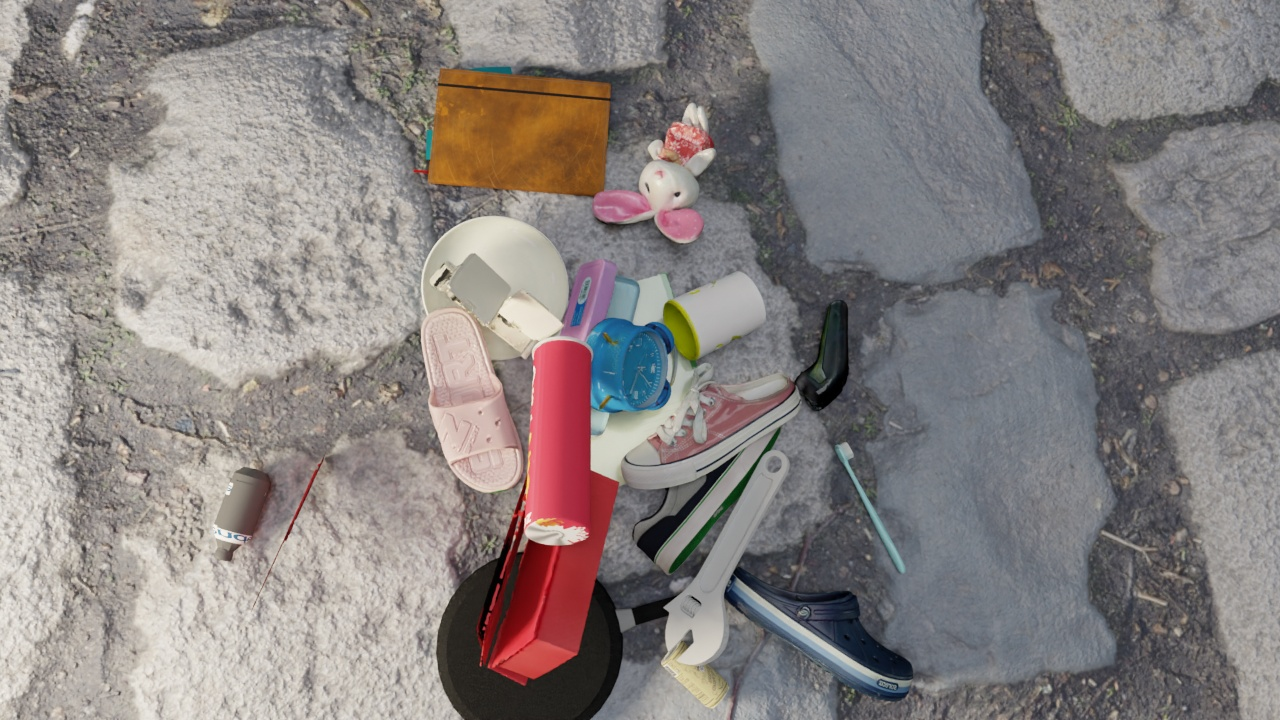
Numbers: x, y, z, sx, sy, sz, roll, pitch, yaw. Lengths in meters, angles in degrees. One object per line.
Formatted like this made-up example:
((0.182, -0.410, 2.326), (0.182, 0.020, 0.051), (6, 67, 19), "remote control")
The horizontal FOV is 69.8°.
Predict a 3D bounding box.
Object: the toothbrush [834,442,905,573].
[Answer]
((0.296, 0.188, 1.175), (0.016, 0.016, 0.180), (-22, 81, -17), "toothbrush")

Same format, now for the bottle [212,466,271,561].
((-0.481, 0.184, 1.099), (0.047, 0.047, 0.112), (17, 78, -1), "bottle")

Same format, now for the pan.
((-0.070, 0.328, 1.110), (0.356, 0.034, 0.225), (-14, 79, -6), "pan")

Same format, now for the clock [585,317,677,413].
((-0.007, 0.007, 1.123), (0.060, 0.161, 0.117), (6, 98, 36), "clock")

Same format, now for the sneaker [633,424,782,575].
((0.082, 0.150, 1.137), (0.079, 0.084, 0.235), (39, 77, 21), "sneaker")

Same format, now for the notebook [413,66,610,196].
((-0.168, -0.316, 1.239), (0.249, 0.014, 0.178), (4, 79, -4), "notebook")

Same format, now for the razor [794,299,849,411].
((0.241, -0.009, 1.196), (0.067, 0.054, 0.151), (7, 72, 14), "razor")

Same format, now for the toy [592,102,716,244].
((0.043, -0.245, 1.208), (0.159, 0.084, 0.194), (23, 78, 24), "toy")

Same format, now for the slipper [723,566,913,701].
((0.221, 0.314, 1.097), (0.253, 0.105, 0.095), (30, 85, 4), "slipper")

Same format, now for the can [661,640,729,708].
((0.066, 0.379, 1.107), (0.079, 0.038, 0.038), (42, 78, 4), "can")

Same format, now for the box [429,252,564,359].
((-0.163, -0.067, 1.054), (0.143, 0.191, 0.069), (39, 90, -18), "box")

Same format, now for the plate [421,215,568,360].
((-0.183, -0.092, 1.160), (0.182, 0.034, 0.182), (-2, 104, -6), "plate")

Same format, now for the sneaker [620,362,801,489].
((0.077, 0.071, 1.112), (0.241, 0.118, 0.088), (-28, 115, -3), "sneaker")

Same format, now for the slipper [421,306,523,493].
((-0.211, 0.051, 1.120), (0.094, 0.064, 0.239), (-16, 93, -6), "slipper")

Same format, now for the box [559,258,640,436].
((-0.067, -0.016, 1.153), (0.077, 0.096, 0.214), (6, 76, 32), "box")

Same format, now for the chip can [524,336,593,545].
((-0.086, 0.083, 0.986), (0.069, 0.069, 0.220), (1, 56, -4), "chip can")

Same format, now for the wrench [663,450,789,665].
((0.111, 0.233, 1.087), (0.087, 0.018, 0.273), (28, 87, 36), "wrench")

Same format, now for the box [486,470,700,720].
((-0.015, 0.293, 1.062), (0.325, 0.153, 0.213), (37, 48, -26), "box")

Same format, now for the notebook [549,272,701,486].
((-0.013, 0.026, 1.185), (0.182, 0.010, 0.252), (-17, 80, -8), "notebook")

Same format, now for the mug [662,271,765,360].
((0.094, -0.058, 1.167), (0.106, 0.083, 0.082), (-25, 82, -18), "mug")
